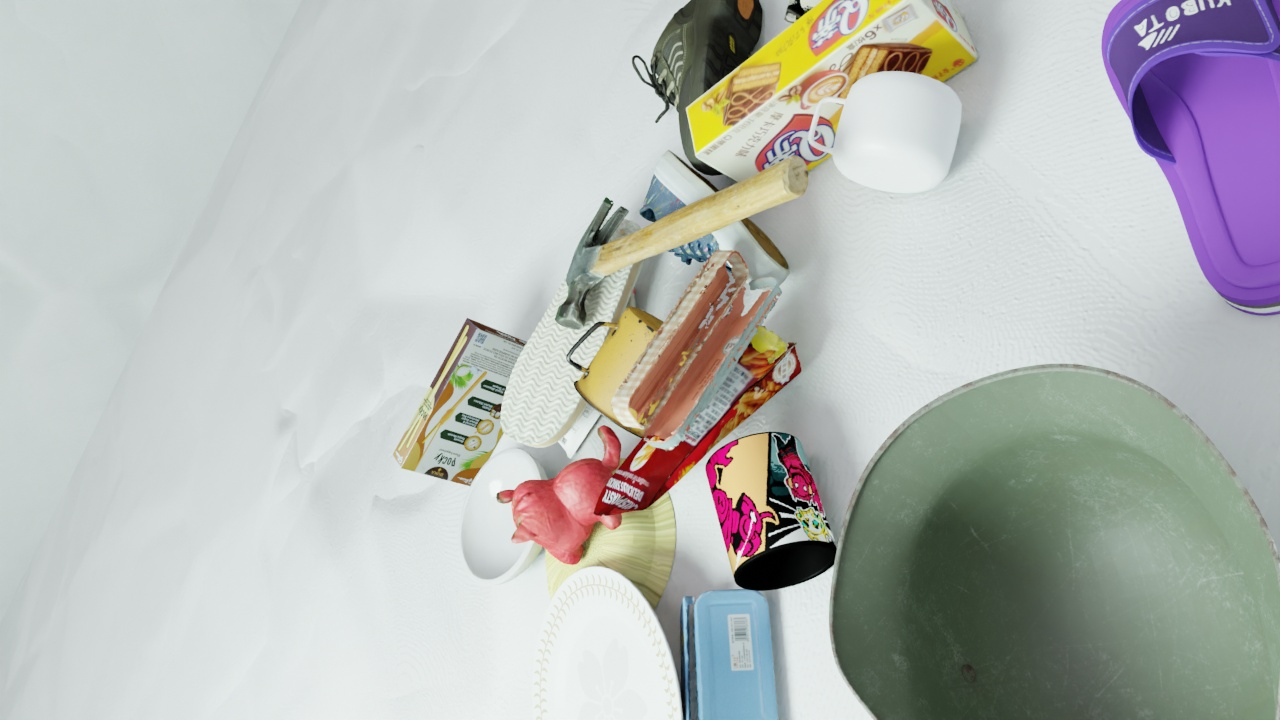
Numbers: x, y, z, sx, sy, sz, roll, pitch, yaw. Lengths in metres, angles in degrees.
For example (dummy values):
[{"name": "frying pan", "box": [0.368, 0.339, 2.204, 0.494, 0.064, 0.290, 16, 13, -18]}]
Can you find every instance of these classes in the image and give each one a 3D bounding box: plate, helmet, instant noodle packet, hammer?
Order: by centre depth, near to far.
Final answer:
[{"name": "helmet", "box": [0.243, 0.154, 0.498, 0.228, 0.153, 0.267, -26, 50, 40]}, {"name": "plate", "box": [-0.031, 0.305, 0.809, 0.243, 0.016, 0.242, -13, 74, 54]}, {"name": "hammer", "box": [0.027, -0.118, 0.828, 0.331, 0.033, 0.132, -14, 55, 55]}, {"name": "plate", "box": [-0.046, 0.182, 0.897, 0.185, 0.036, 0.184, -23, 56, 40]}, {"name": "instant noodle packet", "box": [-0.090, 0.034, 1.012, 0.134, 0.026, 0.087, 44, 106, 38]}]

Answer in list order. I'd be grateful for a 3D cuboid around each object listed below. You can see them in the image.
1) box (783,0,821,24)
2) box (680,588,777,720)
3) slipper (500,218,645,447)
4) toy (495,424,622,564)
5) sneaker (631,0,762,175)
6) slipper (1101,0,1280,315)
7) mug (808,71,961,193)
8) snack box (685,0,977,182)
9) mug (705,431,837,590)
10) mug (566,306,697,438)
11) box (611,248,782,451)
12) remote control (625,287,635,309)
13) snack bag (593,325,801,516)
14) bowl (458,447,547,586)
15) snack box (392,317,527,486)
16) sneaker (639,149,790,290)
[{"name": "box", "box": [0.226, -0.385, 0.855, 0.144, 0.058, 0.188, 41, 107, 48]}, {"name": "box", "box": [0.070, 0.292, 0.727, 0.086, 0.073, 0.208, 102, 170, -63]}, {"name": "slipper", "box": [-0.065, -0.028, 0.975, 0.115, 0.052, 0.262, 17, 78, 37]}, {"name": "toy", "box": [-0.066, 0.120, 0.847, 0.133, 0.094, 0.088, -55, 41, 10]}, {"name": "sneaker", "box": [0.044, -0.292, 0.967, 0.143, 0.101, 0.237, -14, 58, 39]}, {"name": "slipper", "box": [0.358, -0.162, 0.573, 0.107, 0.084, 0.266, -26, 55, 38]}, {"name": "mug", "box": [0.197, -0.184, 0.745, 0.116, 0.094, 0.068, 14, 83, 12]}, {"name": "snack box", "box": [0.162, -0.243, 0.809, 0.231, 0.110, 0.061, -31, 55, 36]}, {"name": "mug", "box": [0.097, 0.131, 0.740, 0.118, 0.081, 0.098, 115, 150, -48]}, {"name": "mug", "box": [-0.005, 0.005, 0.869, 0.094, 0.123, 0.100, -56, 20, 10]}, {"name": "box", "box": [0.047, -0.014, 0.743, 0.071, 0.056, 0.186, 23, 61, 23]}, {"name": "remote control", "box": [-0.051, -0.049, 1.025, 0.126, 0.018, 0.038, -26, 55, 38]}, {"name": "snack bag", "box": [0.037, 0.054, 0.781, 0.207, 0.066, 0.139, -43, 9, -13]}, {"name": "bowl", "box": [-0.138, 0.173, 0.998, 0.150, 0.043, 0.149, -24, 55, 40]}, {"name": "snack box", "box": [-0.200, 0.052, 1.077, 0.031, 0.101, 0.186, 40, 103, 49]}, {"name": "sneaker", "box": [0.058, -0.126, 0.888, 0.079, 0.087, 0.235, -50, 39, 13]}]
